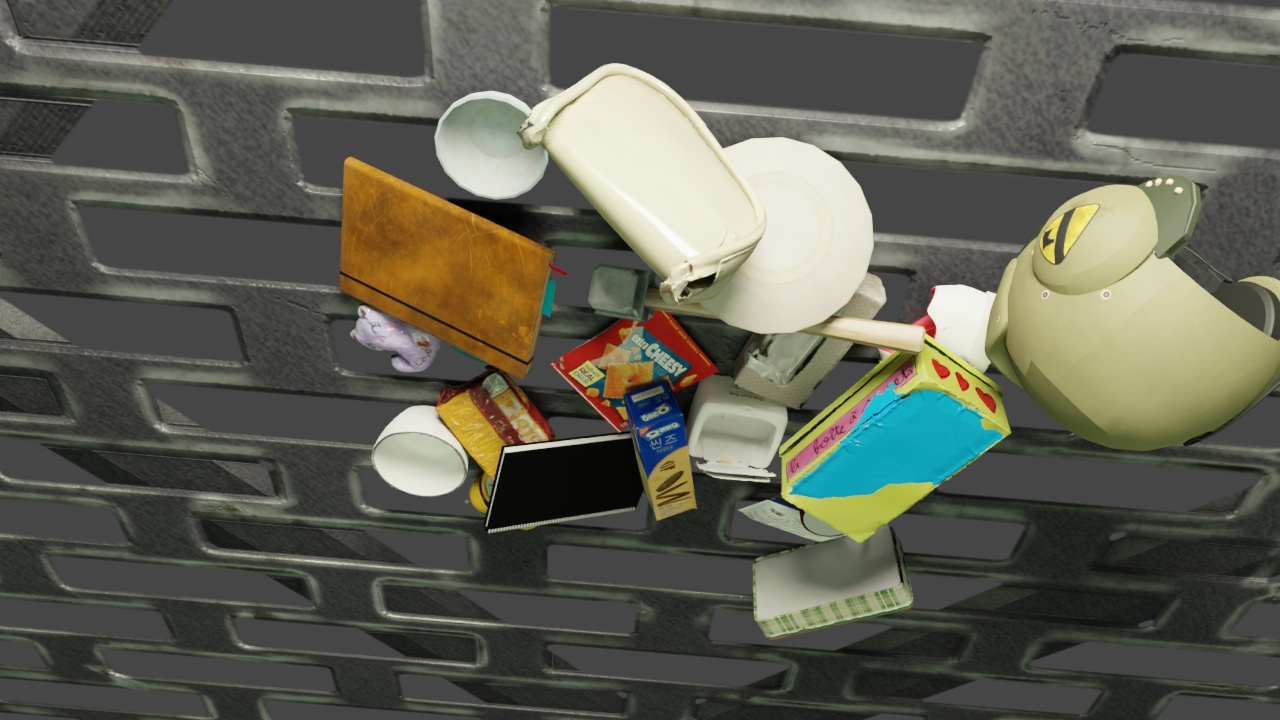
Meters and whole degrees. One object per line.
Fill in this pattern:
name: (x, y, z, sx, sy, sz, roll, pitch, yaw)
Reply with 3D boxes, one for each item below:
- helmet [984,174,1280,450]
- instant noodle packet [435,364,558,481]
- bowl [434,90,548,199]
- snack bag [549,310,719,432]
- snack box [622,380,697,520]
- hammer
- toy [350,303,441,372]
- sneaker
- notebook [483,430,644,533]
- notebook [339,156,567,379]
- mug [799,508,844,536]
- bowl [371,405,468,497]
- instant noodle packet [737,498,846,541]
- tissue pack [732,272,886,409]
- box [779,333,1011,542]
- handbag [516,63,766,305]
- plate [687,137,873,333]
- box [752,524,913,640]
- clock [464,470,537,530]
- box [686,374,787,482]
helmet: (0.433, -0.045, 0.816, 0.250, 0.255, 0.234, 27, 124, -16)
instant noodle packet: (-0.171, 0.073, 1.090, 0.099, 0.039, 0.135, -32, 105, 12)
bowl: (-0.138, -0.209, 0.870, 0.106, 0.039, 0.106, 2, 130, 2)
snack bag: (-0.006, 0.006, 1.043, 0.144, 0.039, 0.131, -33, 121, 17)
snack box: (0.025, 0.112, 1.088, 0.056, 0.057, 0.207, -17, 141, -5)
hammer: (0.112, -0.046, 0.903, 0.323, 0.117, 0.051, 10, 91, 12)
toy: (-0.279, -0.022, 1.041, 0.099, 0.036, 0.080, 21, 133, -15)
sneaker: (0.304, 0.013, 1.007, 0.104, 0.090, 0.237, 22, 135, 7)
notebook: (-0.082, 0.148, 1.129, 0.206, 0.016, 0.149, -4, 135, -26)
notebook: (-0.199, -0.082, 0.942, 0.249, 0.014, 0.179, 26, 130, 10)
mug: (0.245, 0.169, 1.135, 0.105, 0.082, 0.073, 24, 127, -16)
bowl: (-0.266, 0.107, 1.129, 0.116, 0.065, 0.116, 2, 130, 2)
instant noodle packet: (0.204, 0.208, 1.189, 0.134, 0.026, 0.087, 20, 157, -13)
tissue pack: (0.173, -0.024, 0.992, 0.104, 0.071, 0.182, 20, 132, -14)
box: (0.260, 0.084, 0.960, 0.124, 0.082, 0.222, 30, 125, -15)
handbag: (-0.004, -0.135, 0.791, 0.229, 0.183, 0.132, 46, 125, 15)
plate: (0.123, -0.121, 0.853, 0.189, 0.188, 0.027, 2, 174, 2)
box: (0.252, 0.295, 1.223, 0.206, 0.117, 0.050, -20, 121, 17)
clock: (-0.154, 0.162, 1.179, 0.113, 0.052, 0.152, 28, 123, -19)
box: (0.110, 0.098, 1.057, 0.110, 0.129, 0.103, 12, 129, -4)
